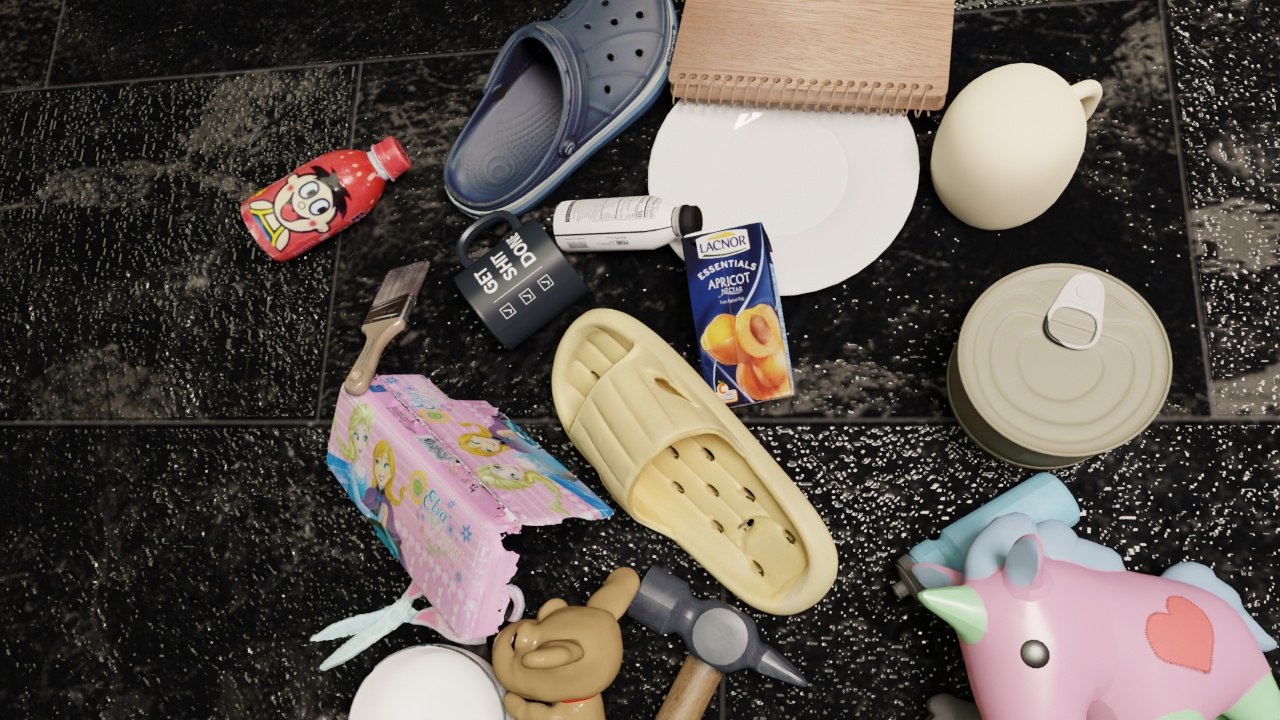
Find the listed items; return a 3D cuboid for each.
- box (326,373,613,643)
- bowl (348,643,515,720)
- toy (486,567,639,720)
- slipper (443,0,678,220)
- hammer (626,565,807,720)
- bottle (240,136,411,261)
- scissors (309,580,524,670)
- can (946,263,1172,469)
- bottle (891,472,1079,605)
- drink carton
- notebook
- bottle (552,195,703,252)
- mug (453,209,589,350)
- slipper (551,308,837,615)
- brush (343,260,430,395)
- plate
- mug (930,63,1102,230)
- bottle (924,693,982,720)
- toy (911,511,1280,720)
[{"bbox_3d":[-0.130,0.092,0.659,0.230,0.105,0.086,34,114,43],"label":"box"},{"bbox_3d":[-0.138,0.254,0.638,0.113,0.063,0.113,-3,75,10],"label":"bowl"},{"bbox_3d":[-0.049,0.205,0.589,0.106,0.134,0.108,4,102,22],"label":"toy"},{"bbox_3d":[-0.064,-0.219,0.737,0.105,0.095,0.253,39,89,20],"label":"slipper"},{"bbox_3d":[-0.010,0.312,0.615,0.129,0.040,0.321,27,83,12],"label":"hammer"},{"bbox_3d":[-0.258,-0.140,0.768,0.137,0.062,0.062,-30,72,3],"label":"bottle"},{"bbox_3d":[-0.167,0.199,0.685,0.179,0.016,0.105,-35,72,0],"label":"scissors"},{"bbox_3d":[0.275,0.007,0.618,0.128,0.073,0.127,-3,75,10],"label":"can"},{"bbox_3d":[0.227,0.123,0.615,0.130,0.040,0.040,-31,72,2],"label":"bottle"},{"bbox_3d":[0.072,-0.032,0.673,0.064,0.040,0.130,-10,84,11],"label":"drink carton"},{"bbox_3d":[0.138,-0.267,0.732,0.210,0.022,0.168,7,66,13],"label":"notebook"},{"bbox_3d":[-0.009,-0.106,0.708,0.116,0.041,0.041,1,75,25],"label":"bottle"},{"bbox_3d":[-0.101,-0.071,0.714,0.077,0.071,0.105,-37,69,-1],"label":"mug"},{"bbox_3d":[0.020,0.077,0.633,0.261,0.079,0.112,44,119,14],"label":"slipper"},{"bbox_3d":[-0.199,-0.028,0.715,0.039,0.012,0.151,-11,42,16],"label":"brush"},{"bbox_3d":[0.110,-0.148,0.722,0.209,0.015,0.208,-3,75,10],"label":"plate"},{"bbox_3d":[0.272,-0.161,0.650,0.120,0.100,0.096,-28,72,2],"label":"mug"},{"bbox_3d":[0.239,0.238,0.583,0.110,0.036,0.036,6,76,12],"label":"bottle"},{"bbox_3d":[0.280,0.162,0.549,0.221,0.120,0.171,-17,75,-23],"label":"toy"}]
